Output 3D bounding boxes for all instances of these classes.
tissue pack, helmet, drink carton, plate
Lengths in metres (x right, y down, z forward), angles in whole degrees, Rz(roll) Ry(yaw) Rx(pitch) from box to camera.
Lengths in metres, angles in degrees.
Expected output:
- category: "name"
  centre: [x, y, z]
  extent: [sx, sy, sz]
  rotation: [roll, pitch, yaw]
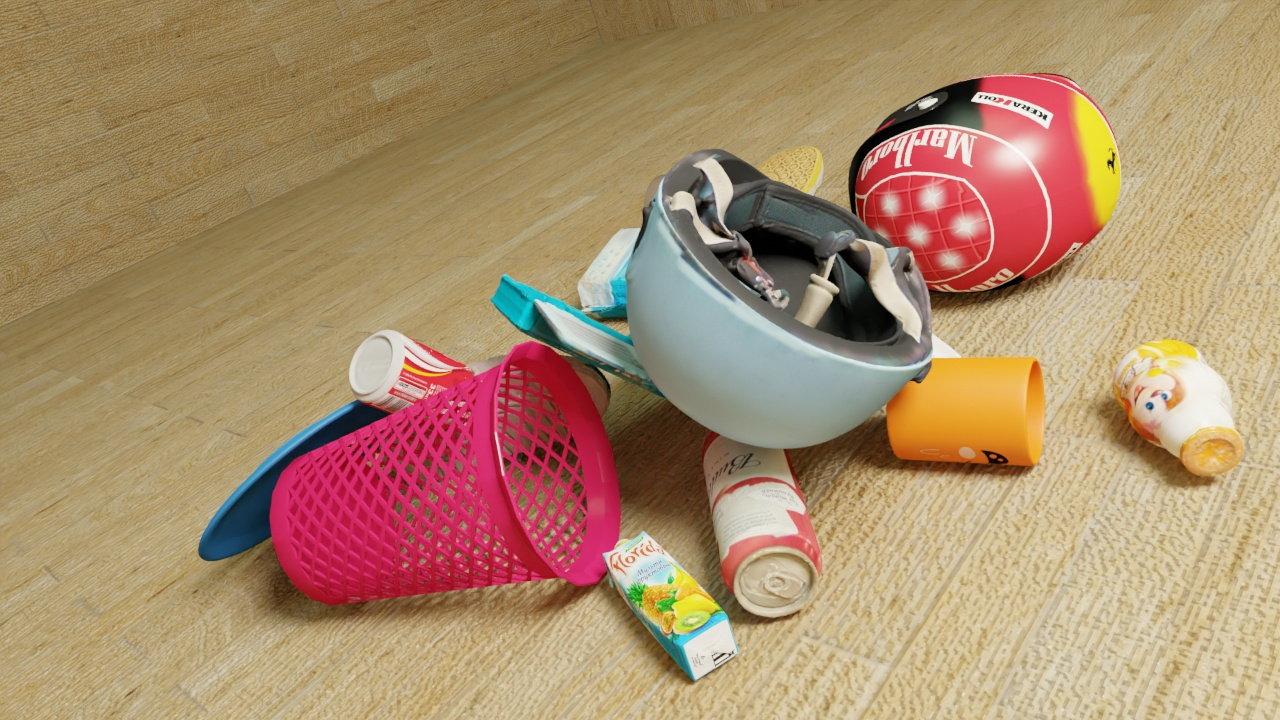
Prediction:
- category: "tissue pack"
  centre: [-0.009, -0.107, 1.127]
  extent: [0.093, 0.062, 0.144]
  rotation: [4, 47, 37]
- category: "helmet"
  centre: [0.090, -0.029, 0.656]
  extent: [0.225, 0.167, 0.265]
  rotation: [27, 25, -1]
- category: "drink carton"
  centre: [0.017, 0.162, 0.623]
  extent: [0.044, 0.039, 0.129]
  rotation: [-27, 26, -17]
- category: "helmet"
  centre: [0.317, -0.169, 0.898]
  extent: [0.224, 0.198, 0.271]
  rotation: [-36, 22, -32]
- category: "plate"
  centre: [-0.303, 0.095, 0.828]
  extent: [0.224, 0.024, 0.224]
  rotation: [-43, -6, -6]

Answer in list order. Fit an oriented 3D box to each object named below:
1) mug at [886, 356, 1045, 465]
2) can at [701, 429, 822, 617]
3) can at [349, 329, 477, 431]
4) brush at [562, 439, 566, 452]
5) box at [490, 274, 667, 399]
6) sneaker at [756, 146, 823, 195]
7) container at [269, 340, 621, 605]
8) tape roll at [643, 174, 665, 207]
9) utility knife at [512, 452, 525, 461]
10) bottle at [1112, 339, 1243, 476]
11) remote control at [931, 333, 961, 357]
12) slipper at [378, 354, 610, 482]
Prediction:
- category: "mug"
  centre: [0.250, 0.035, 0.691]
  extent: [0.096, 0.077, 0.112]
  rotation: [0, 3, 33]
- category: "can"
  centre: [0.084, 0.105, 0.658]
  extent: [0.067, 0.067, 0.170]
  rotation: [-16, 26, 6]
- category: "can"
  centre: [-0.189, 0.020, 0.779]
  extent: [0.064, 0.104, 0.064]
  rotation: [-15, 63, 30]
- category: "brush"
  centre: [-0.072, 0.060, 0.907]
  extent: [0.048, 0.017, 0.126]
  rotation: [-16, 26, 5]
- category: "box"
  centre: [-0.003, 0.003, 0.778]
  extent: [0.039, 0.226, 0.182]
  rotation: [-61, 29, 6]
- category: "sneaker"
  centre: [0.130, -0.099, 0.936]
  extent: [0.086, 0.122, 0.238]
  rotation: [20, 66, 45]
- category: "container"
  centre: [-0.157, 0.106, 0.716]
  extent: [0.226, 0.183, 0.182]
  rotation: [-18, 25, 20]
- category: "tape roll"
  centre: [0.045, -0.197, 1.201]
  extent: [0.030, 0.094, 0.093]
  rotation: [2, 32, 39]
- category: "utility knife"
  centre: [-0.116, 0.069, 0.926]
  extent: [0.022, 0.015, 0.120]
  rotation: [-12, 30, 10]
- category: "bottle"
  centre: [0.366, 0.033, 0.622]
  extent: [0.063, 0.063, 0.108]
  rotation: [-11, 27, 14]
- category: "remote control"
  centre: [0.205, -0.023, 0.769]
  extent: [0.025, 0.060, 0.138]
  rotation: [-42, 68, -17]
- category: "slipper"
  centre: [-0.141, 0.044, 0.870]
  extent: [0.240, 0.094, 0.064]
  rotation: [-22, 35, 19]
